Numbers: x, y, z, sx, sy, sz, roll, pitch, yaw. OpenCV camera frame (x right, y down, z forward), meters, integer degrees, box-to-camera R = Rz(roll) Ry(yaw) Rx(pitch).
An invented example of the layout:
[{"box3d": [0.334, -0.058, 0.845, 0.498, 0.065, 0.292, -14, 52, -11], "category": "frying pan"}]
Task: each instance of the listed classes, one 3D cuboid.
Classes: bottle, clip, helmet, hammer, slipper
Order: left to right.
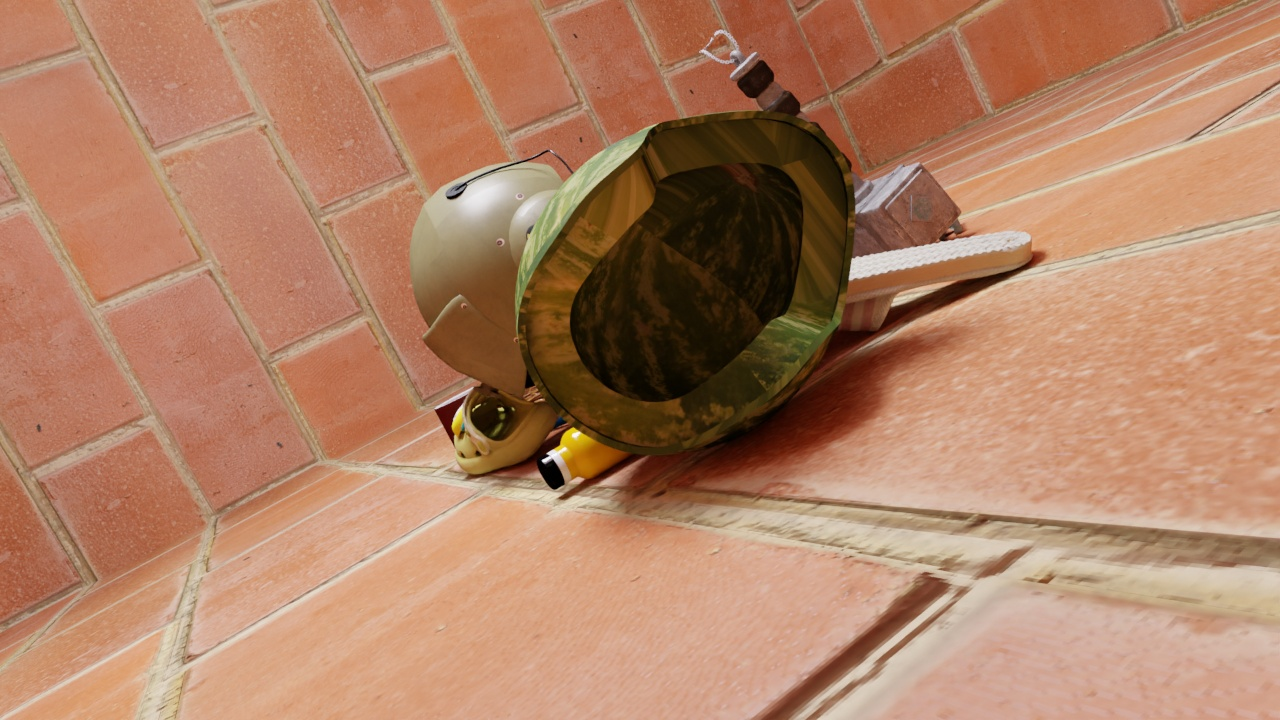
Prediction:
[{"box3d": [-0.164, 0.071, 1.005, 0.191, 0.081, 0.091, -12, 40, 56], "category": "slipper"}, {"box3d": [-0.118, -0.075, 0.948, 0.232, 0.255, 0.250, -24, 4, -9], "category": "helmet"}, {"box3d": [-0.016, 0.057, 0.742, 0.143, 0.043, 0.043, -29, 7, -21], "category": "bottle"}, {"box3d": [0.032, -0.056, 0.653, 0.244, 0.213, 0.246, -45, 3, 45], "category": "helmet"}, {"box3d": [0.193, -0.238, 1.019, 0.079, 0.326, 0.177, -46, 10, -11], "category": "hammer"}, {"box3d": [0.192, -0.058, 0.775, 0.263, 0.052, 0.114, -12, 13, 20], "category": "slipper"}, {"box3d": [0.353, -0.157, 1.057, 0.044, 0.023, 0.076, -22, 9, 20], "category": "clip"}]

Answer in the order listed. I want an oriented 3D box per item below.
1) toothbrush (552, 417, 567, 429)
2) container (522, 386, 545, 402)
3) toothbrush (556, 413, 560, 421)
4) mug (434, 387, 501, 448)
[{"box3d": [-0.084, 0.067, 1.063, 0.168, 0.014, 0.014, -22, 17, 43], "category": "toothbrush"}, {"box3d": [-0.123, -0.052, 1.397, 0.162, 0.183, 0.249, -23, 8, 18], "category": "container"}, {"box3d": [-0.088, 0.053, 1.055, 0.022, 0.015, 0.154, 19, 51, 34], "category": "toothbrush"}, {"box3d": [-0.206, 0.079, 1.151, 0.073, 0.082, 0.106, -28, 7, -9], "category": "mug"}]
